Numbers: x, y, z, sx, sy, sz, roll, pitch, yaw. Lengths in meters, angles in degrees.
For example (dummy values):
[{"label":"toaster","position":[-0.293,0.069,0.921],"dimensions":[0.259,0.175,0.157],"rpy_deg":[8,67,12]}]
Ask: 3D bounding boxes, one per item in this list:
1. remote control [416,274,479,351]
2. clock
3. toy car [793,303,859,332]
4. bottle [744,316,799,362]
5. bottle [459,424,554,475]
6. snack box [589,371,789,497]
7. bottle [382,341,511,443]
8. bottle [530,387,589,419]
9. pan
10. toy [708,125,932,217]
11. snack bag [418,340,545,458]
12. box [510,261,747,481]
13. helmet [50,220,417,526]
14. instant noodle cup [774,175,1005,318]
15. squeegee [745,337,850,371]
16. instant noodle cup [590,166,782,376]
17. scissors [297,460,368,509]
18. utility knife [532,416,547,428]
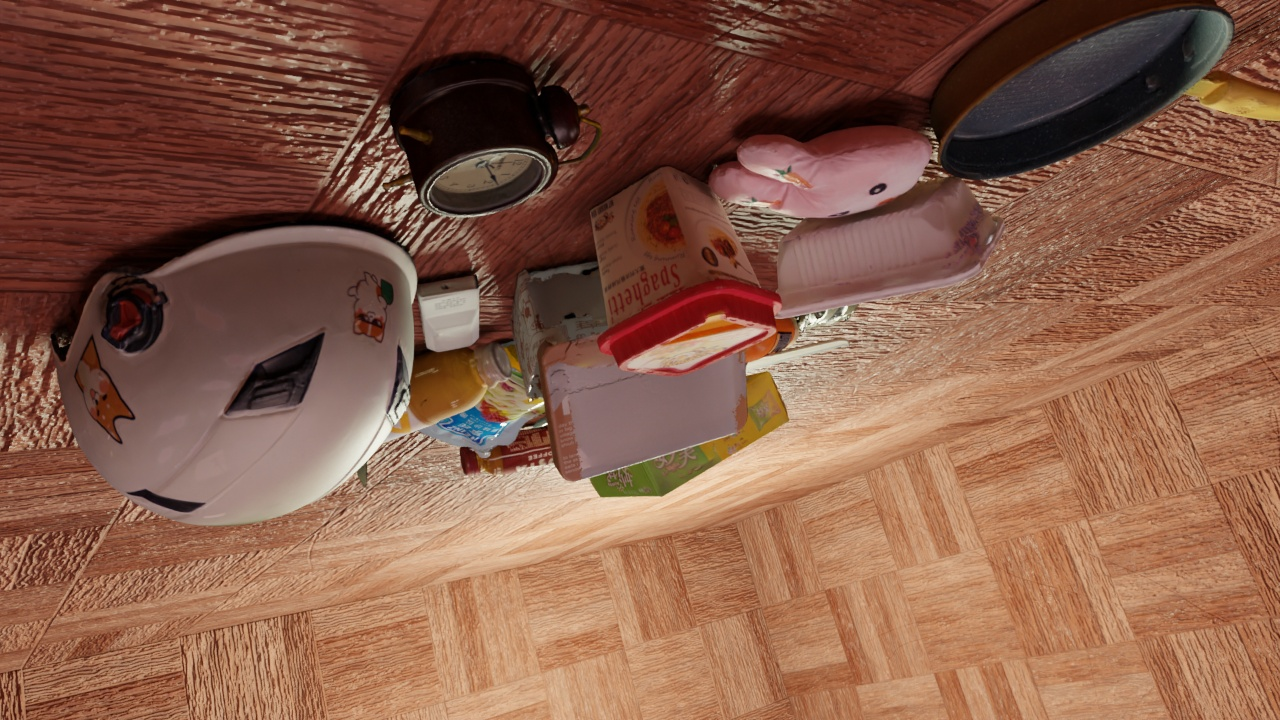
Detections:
[{"label":"remote control","position":[-0.160,-0.038,0.771],"dimensions":[0.049,0.024,0.125],"rpy_deg":[-13,163,-13]},{"label":"clock","position":[-0.080,-0.121,0.508],"dimensions":[0.121,0.055,0.082],"rpy_deg":[-9,163,-27]},{"label":"toy car","position":[0.208,-0.072,0.979],"dimensions":[0.070,0.042,0.158],"rpy_deg":[-15,161,-7]},{"label":"bottle","position":[0.137,-0.032,1.016],"dimensions":[0.067,0.066,0.149],"rpy_deg":[-26,168,31]},{"label":"bottle","position":[-0.155,0.119,1.242],"dimensions":[0.174,0.057,0.058],"rpy_deg":[-9,163,-21]},{"label":"snack box","position":[0.052,0.091,1.114],"dimensions":[0.209,0.070,0.158],"rpy_deg":[-27,-174,-29]},{"label":"bottle","position":[-0.213,0.031,0.869],"dimensions":[0.190,0.068,0.068],"rpy_deg":[-20,164,14]},{"label":"bottle","position":[-0.121,0.042,1.041],"dimensions":[0.195,0.044,0.079],"rpy_deg":[-25,167,25]},{"label":"pan","position":[0.383,-0.194,0.666],"dimensions":[0.357,0.078,0.198],"rpy_deg":[-11,164,-16]},{"label":"toy","position":[0.132,-0.136,0.670],"dimensions":[0.159,0.054,0.121],"rpy_deg":[-3,169,-20]},{"label":"snack bag","position":[-0.158,0.047,0.971],"dimensions":[0.110,0.038,0.192],"rpy_deg":[24,137,-33]},{"label":"box","position":[-0.004,0.006,0.794],"dimensions":[0.182,0.174,0.152],"rpy_deg":[-11,165,-14]},{"label":"helmet","position":[-0.272,0.030,0.649],"dimensions":[0.275,0.156,0.229],"rpy_deg":[-24,163,25]},{"label":"instant noodle cup","position":[0.192,-0.097,0.742],"dimensions":[0.174,0.060,0.137],"rpy_deg":[-9,-159,35]},{"label":"squeegee","position":[0.123,-0.001,1.097],"dimensions":[0.247,0.039,0.246],"rpy_deg":[-15,179,14]},{"label":"instant noodle cup","position":[0.025,-0.064,0.675],"dimensions":[0.117,0.124,0.116],"rpy_deg":[-26,161,30]},{"label":"scissors","position":[-0.279,0.086,0.923],"dimensions":[0.159,0.014,0.179],"rpy_deg":[-36,-152,-11]},{"label":"utility knife","position":[-0.037,0.046,1.125],"dimensions":[0.215,0.022,0.031],"rpy_deg":[-14,166,-34]}]
